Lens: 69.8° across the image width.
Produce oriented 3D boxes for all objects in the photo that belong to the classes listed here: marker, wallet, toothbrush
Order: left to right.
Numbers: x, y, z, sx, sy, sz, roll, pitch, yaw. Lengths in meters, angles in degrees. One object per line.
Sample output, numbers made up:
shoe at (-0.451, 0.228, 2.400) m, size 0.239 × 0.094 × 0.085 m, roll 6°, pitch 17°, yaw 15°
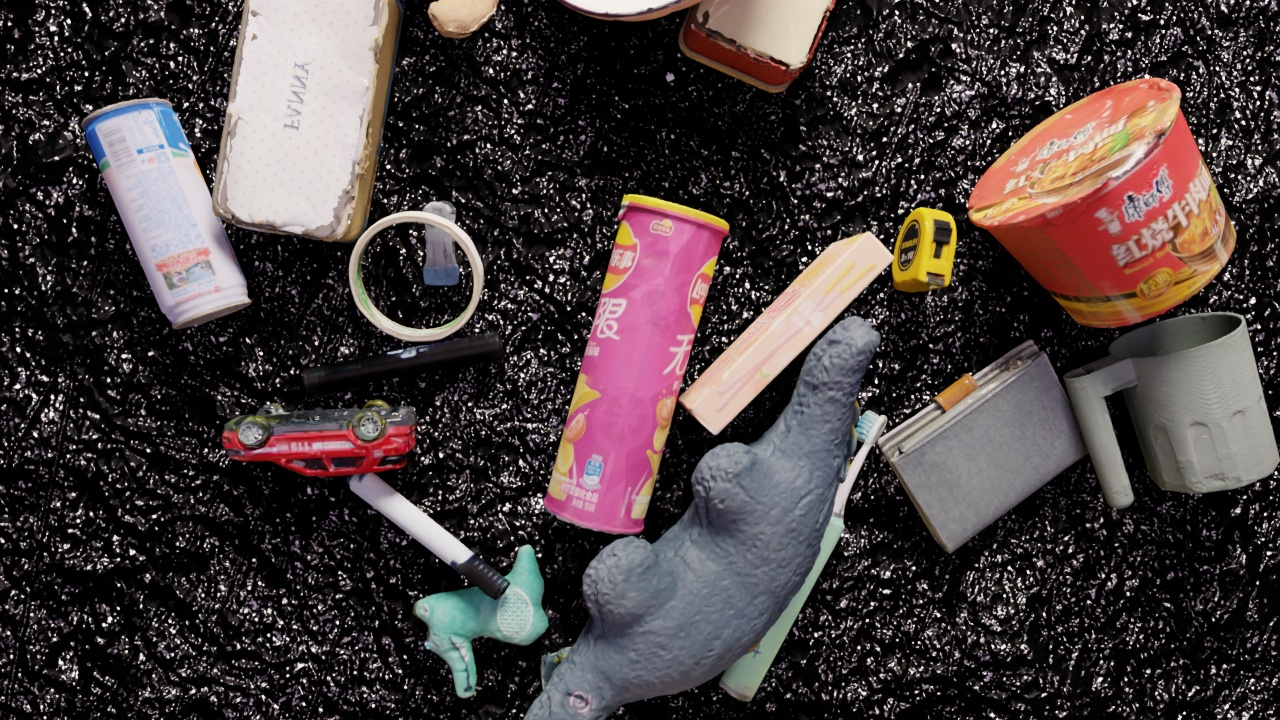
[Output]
marker at (-0.157, 0.003, 0.612) m, size 0.132 × 0.020 × 0.022 m, roll -11°, pitch 112°, yaw -4°
marker at (-0.142, 0.114, 0.610) m, size 0.131 × 0.022 × 0.018 m, roll 36°, pitch 87°, yaw 4°
toothbrush at (0.117, 0.137, 0.646) m, size 0.027 × 0.026 × 0.224 m, roll 29°, pitch 93°, yaw 36°
wallet at (0.241, 0.058, 0.646) m, size 0.129 × 0.037 × 0.106 m, roll -35°, pitch 108°, yaw -1°

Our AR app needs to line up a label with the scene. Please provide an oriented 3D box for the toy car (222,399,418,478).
toy car at (-0.206, 0.051, 0.595) m, size 0.120 × 0.053 × 0.045 m, roll 0°, pitch 97°, yaw -6°

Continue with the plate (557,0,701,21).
plate at (0.014, -0.293, 0.558) m, size 0.193 × 0.039 × 0.192 m, roll -5°, pitch 80°, yaw 27°

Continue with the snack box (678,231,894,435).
snack box at (0.091, -0.018, 0.601) m, size 0.026 × 0.084 × 0.157 m, roll 45°, pitch 89°, yaw -3°

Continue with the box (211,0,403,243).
box at (-0.206, -0.168, 0.575) m, size 0.090 × 0.059 × 0.184 m, roll 13°, pitch 92°, yaw -7°

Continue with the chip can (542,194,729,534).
chip can at (-0.004, 0.004, 0.600) m, size 0.071 × 0.071 × 0.210 m, roll 15°, pitch 93°, yaw -6°

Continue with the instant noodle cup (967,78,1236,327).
instant noodle cup at (0.302, -0.096, 0.596) m, size 0.138 × 0.138 × 0.108 m, roll -44°, pitch 106°, yaw -1°

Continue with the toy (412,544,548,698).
toy at (-0.108, 0.180, 0.627) m, size 0.092 × 0.030 × 0.096 m, roll -9°, pitch 90°, yaw 0°

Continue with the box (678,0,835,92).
box at (0.096, -0.268, 0.583) m, size 0.091 × 0.077 × 0.168 m, roll 21°, pitch 93°, yaw -6°

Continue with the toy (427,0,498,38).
toy at (-0.124, -0.311, 0.558) m, size 0.143 × 0.082 × 0.226 m, roll 9°, pitch 97°, yaw 10°

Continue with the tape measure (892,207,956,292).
tape measure at (0.194, -0.073, 0.619) m, size 0.029 × 0.060 × 0.057 m, roll 10°, pitch 88°, yaw -6°

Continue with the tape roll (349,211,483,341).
tape roll at (-0.146, -0.054, 0.600) m, size 0.086 × 0.014 × 0.086 m, roll 0°, pitch 110°, yaw -1°

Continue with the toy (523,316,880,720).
toy at (0.044, 0.133, 0.590) m, size 0.356 × 0.091 × 0.138 m, roll -49°, pitch 142°, yaw -4°

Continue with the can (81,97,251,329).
can at (-0.294, -0.090, 0.574) m, size 0.053 × 0.053 × 0.134 m, roll -21°, pitch 97°, yaw -3°

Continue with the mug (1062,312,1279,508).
mug at (0.363, 0.036, 0.633) m, size 0.124 × 0.083 × 0.103 m, roll -22°, pitch 99°, yaw -2°

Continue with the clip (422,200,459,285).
clip at (-0.132, -0.077, 0.608) m, size 0.024 × 0.029 × 0.057 m, roll 3°, pitch 101°, yaw 0°

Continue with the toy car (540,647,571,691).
toy car at (-0.025, 0.214, 0.636) m, size 0.090 × 0.034 × 0.043 m, roll -7°, pitch 91°, yaw -19°
